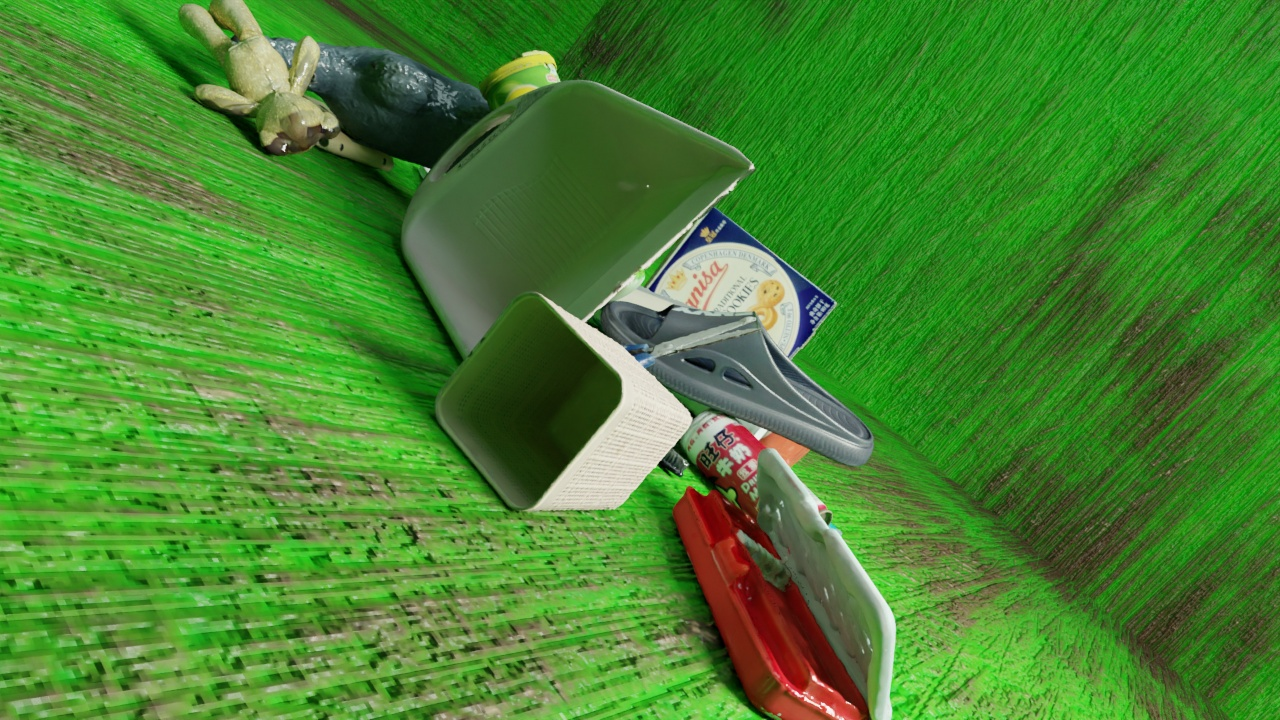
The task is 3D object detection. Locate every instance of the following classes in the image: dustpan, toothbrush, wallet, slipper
[{"bbox_3d":[-0.080,-0.115,0.661,0.139,0.222,0.273,49,-5,-16],"label":"dustpan"},{"bbox_3d":[-0.030,0.028,0.743,0.189,0.016,0.014,42,10,24],"label":"toothbrush"},{"bbox_3d":[-0.296,-0.221,0.879,0.087,0.024,0.115,46,13,9],"label":"wallet"},{"bbox_3d":[0.096,-0.002,0.795,0.268,0.083,0.110,27,18,-6],"label":"slipper"}]

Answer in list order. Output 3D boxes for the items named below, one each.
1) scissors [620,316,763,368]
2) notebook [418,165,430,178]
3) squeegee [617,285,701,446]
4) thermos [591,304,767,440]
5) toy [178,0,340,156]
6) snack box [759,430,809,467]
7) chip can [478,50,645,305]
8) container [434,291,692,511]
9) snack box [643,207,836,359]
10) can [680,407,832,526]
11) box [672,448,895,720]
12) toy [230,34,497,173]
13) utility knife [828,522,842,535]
[{"bbox_3d":[0.015,-0.002,0.708,0.128,0.173,0.012,-66,150,-56],"label":"scissors"},{"bbox_3d":[-0.164,-0.150,1.003,0.150,0.012,0.209,32,8,-30],"label":"notebook"},{"bbox_3d":[-0.005,0.005,0.829,0.246,0.039,0.246,19,30,-25],"label":"squeegee"},{"bbox_3d":[0.040,0.002,0.954,0.224,0.073,0.073,41,11,15],"label":"thermos"},{"bbox_3d":[-0.306,-0.226,0.725,0.157,0.105,0.066,53,-31,9],"label":"toy"},{"bbox_3d":[0.151,0.067,0.997,0.082,0.091,0.080,26,23,-47],"label":"snack box"},{"bbox_3d":[-0.067,-0.154,0.806,0.221,0.073,0.072,66,13,1],"label":"chip can"},{"bbox_3d":[-0.036,0.030,0.520,0.090,0.090,0.111,44,9,26],"label":"container"},{"bbox_3d":[0.093,-0.051,1.037,0.182,0.178,0.045,37,14,-4],"label":"snack box"},{"bbox_3d":[0.092,0.098,0.755,0.133,0.053,0.053,45,12,31],"label":"can"},{"bbox_3d":[0.095,0.125,0.549,0.094,0.092,0.201,35,11,-22],"label":"box"},{"bbox_3d":[-0.202,-0.231,0.871,0.356,0.091,0.138,16,5,-27],"label":"toy"},{"bbox_3d":[0.139,0.127,0.899,0.161,0.013,0.029,36,12,-12],"label":"utility knife"}]
